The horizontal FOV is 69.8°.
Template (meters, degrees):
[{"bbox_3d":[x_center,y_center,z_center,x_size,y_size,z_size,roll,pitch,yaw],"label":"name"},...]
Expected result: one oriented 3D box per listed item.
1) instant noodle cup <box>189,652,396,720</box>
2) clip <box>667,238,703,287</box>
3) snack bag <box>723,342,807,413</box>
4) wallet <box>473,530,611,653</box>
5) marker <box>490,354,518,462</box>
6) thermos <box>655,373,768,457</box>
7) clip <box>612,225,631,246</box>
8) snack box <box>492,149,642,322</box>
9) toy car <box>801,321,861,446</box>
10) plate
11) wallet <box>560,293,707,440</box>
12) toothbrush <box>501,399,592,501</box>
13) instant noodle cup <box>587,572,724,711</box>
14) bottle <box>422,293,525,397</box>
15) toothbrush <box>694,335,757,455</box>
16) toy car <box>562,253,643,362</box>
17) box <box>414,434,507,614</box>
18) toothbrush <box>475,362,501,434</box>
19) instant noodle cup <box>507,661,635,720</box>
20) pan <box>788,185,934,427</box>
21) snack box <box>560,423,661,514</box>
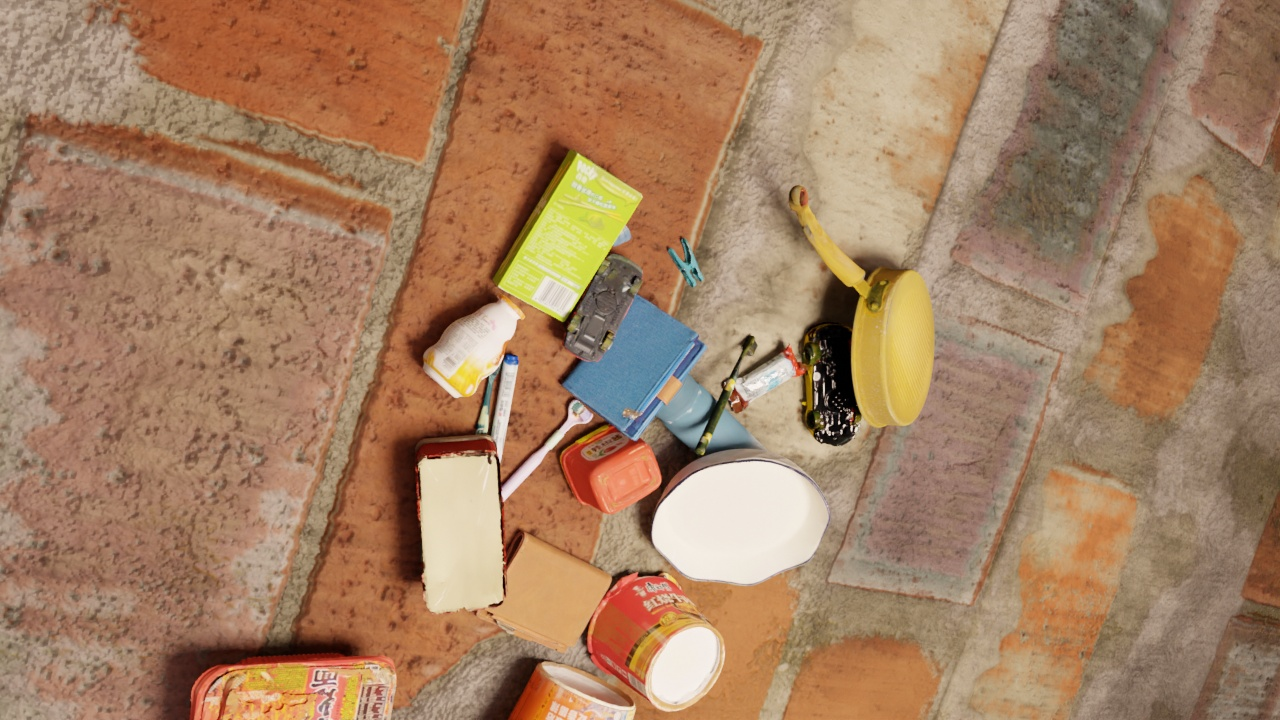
[{"bbox_3d":[-0.346,0.360,0.902,0.188,0.079,0.164,7,99,-30],"label":"instant noodle cup"},{"bbox_3d":[0.052,-0.108,1.028,0.041,0.014,0.056,-36,114,-15],"label":"clip"},{"bbox_3d":[0.150,0.021,1.099,0.105,0.026,0.045,-31,113,-7],"label":"snack bag"},{"bbox_3d":[-0.107,0.263,1.029,0.131,0.031,0.107,33,83,-30],"label":"wallet"},{"bbox_3d":[-0.147,0.065,0.966,0.016,0.017,0.146,6,100,-29],"label":"marker"},{"bbox_3d":[0.085,0.084,1.065,0.070,0.070,0.220,-50,118,-8],"label":"thermos"},{"bbox_3d":[-0.026,-0.149,0.974,0.024,0.028,0.057,-24,122,-15],"label":"clip"},{"bbox_3d":[-0.074,-0.125,0.935,0.085,0.026,0.156,27,101,-29],"label":"snack box"},{"bbox_3d":[0.236,0.030,1.139,0.071,0.041,0.156,-8,101,-15],"label":"toy car"},{"bbox_3d":[0.115,0.180,1.066,0.205,0.045,0.205,-1,126,-2],"label":"plate"},{"bbox_3d":[-0.006,0.006,0.986,0.133,0.106,0.040,-53,161,-6],"label":"wallet"},{"bbox_3d":[-0.124,0.119,0.990,0.029,0.021,0.189,43,82,2],"label":"toothbrush"},{"bbox_3d":[0.023,0.330,1.060,0.137,0.109,0.138,-11,112,-31],"label":"instant noodle cup"},{"bbox_3d":[-0.163,-0.016,0.911,0.108,0.063,0.063,-48,119,-8],"label":"bottle"},{"bbox_3d":[0.099,0.038,1.038,0.017,0.012,0.185,58,43,-31],"label":"toothbrush"},{"bbox_3d":[-0.041,-0.055,0.971,0.053,0.045,0.120,30,78,-9],"label":"toy car"},{"bbox_3d":[-0.183,0.167,0.926,0.091,0.078,0.168,-3,102,-12],"label":"box"},{"bbox_3d":[-0.166,0.079,0.959,0.016,0.018,0.192,9,98,-18],"label":"toothbrush"},{"bbox_3d":[-0.080,0.412,1.019,0.151,0.151,0.111,27,81,-30],"label":"instant noodle cup"},{"bbox_3d":[0.263,-0.068,1.078,0.357,0.078,0.197,58,47,-40],"label":"pan"},{"bbox_3d":[-0.029,0.121,1.005,0.091,0.080,0.082,-28,114,-19],"label":"snack box"}]
